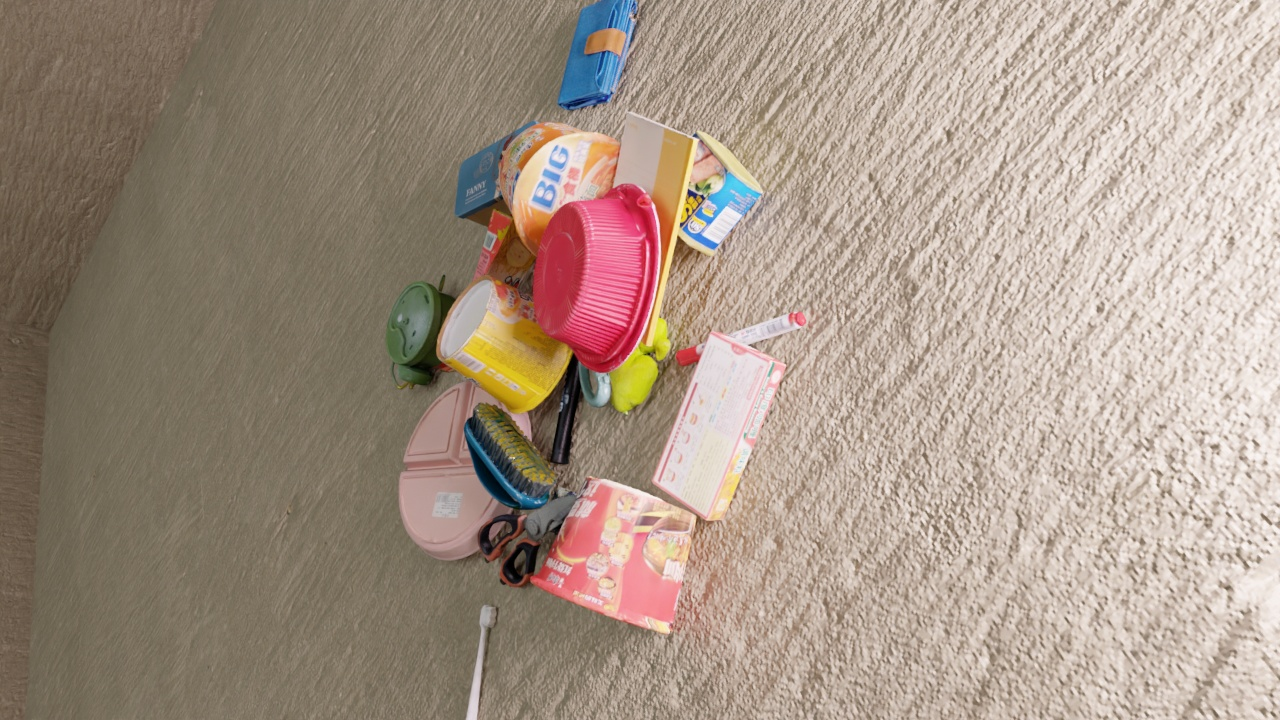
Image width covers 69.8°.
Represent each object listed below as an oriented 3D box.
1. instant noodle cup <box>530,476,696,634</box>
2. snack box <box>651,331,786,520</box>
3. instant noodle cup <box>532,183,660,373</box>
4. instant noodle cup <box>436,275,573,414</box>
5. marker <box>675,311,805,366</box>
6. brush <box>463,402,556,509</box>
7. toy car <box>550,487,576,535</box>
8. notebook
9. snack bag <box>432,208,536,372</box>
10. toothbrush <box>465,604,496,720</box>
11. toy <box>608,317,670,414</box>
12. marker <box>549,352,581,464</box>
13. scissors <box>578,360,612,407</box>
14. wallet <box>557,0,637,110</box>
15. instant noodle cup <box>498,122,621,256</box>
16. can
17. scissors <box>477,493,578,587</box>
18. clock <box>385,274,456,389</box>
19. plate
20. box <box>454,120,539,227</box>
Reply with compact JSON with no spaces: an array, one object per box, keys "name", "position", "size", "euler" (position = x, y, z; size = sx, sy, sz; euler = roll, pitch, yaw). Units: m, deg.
[{"name":"instant noodle cup","position":[-0.019,0.172,0.832],"size":[0.138,0.137,0.108],"euler":[8,74,48]},{"name":"snack box","position":[0.069,0.059,0.837],"size":[0.077,0.027,0.156],"euler":[30,103,42]},{"name":"instant noodle cup","position":[-0.054,-0.084,0.905],"size":[0.194,0.065,0.193],"euler":[-20,68,59]},{"name":"instant noodle cup","position":[-0.155,-0.023,1.032],"size":[0.138,0.109,0.137],"euler":[-37,36,33]},{"name":"marker","position":[0.092,-0.019,0.862],"size":[0.146,0.017,0.017],"euler":[-19,63,41]},{"name":"brush","position":[-0.150,0.113,1.013],"size":[0.144,0.055,0.074],"euler":[45,116,32]},{"name":"toy car","position":[-0.063,0.167,0.949],"size":[0.106,0.031,0.049],"euler":[19,94,53]},{"name":"notebook","position":[-0.001,-0.135,0.928],"size":[0.146,0.010,0.206],"euler":[43,125,54]},{"name":"snack bag","position":[-0.189,-0.080,1.125],"size":[0.208,0.073,0.128],"euler":[-63,1,7]},{"name":"toothbrush","position":[-0.180,0.364,1.019],"size":[0.016,0.016,0.180],"euler":[-4,73,40]},{"name":"toy","position":[-0.006,0.006,0.945],"size":[0.097,0.031,0.100],"euler":[-11,65,48]},{"name":"marker","position":[-0.078,0.049,1.014],"size":[0.020,0.022,0.132],"euler":[-4,73,53]},{"name":"scissors","position":[-0.031,-0.042,0.940],"size":[0.170,0.019,0.174],"euler":[-38,50,54]},{"name":"wallet","position":[-0.055,-0.379,1.128],"size":[0.106,0.040,0.133],"euler":[7,83,52]},{"name":"instant noodle cup","position":[-0.085,-0.192,1.020],"size":[0.151,0.151,0.111],"euler":[-60,35,13]},{"name":"can","position":[0.063,-0.168,0.915],"size":[0.083,0.057,0.102],"euler":[-50,46,20]},{"name":"scissors","position":[-0.108,0.191,0.961],"size":[0.210,0.015,0.182],"euler":[13,115,43]},{"name":"clock","position":[-0.302,-0.032,1.253],"size":[0.161,0.056,0.116],"euler":[-52,45,20]},{"name":"plate","position":[-0.221,0.127,1.117],"size":[0.230,0.028,0.229],"euler":[-19,60,35]},{"name":"box","position":[-0.168,-0.232,1.177],"size":[0.185,0.063,0.089],"euler":[-16,65,41]}]
